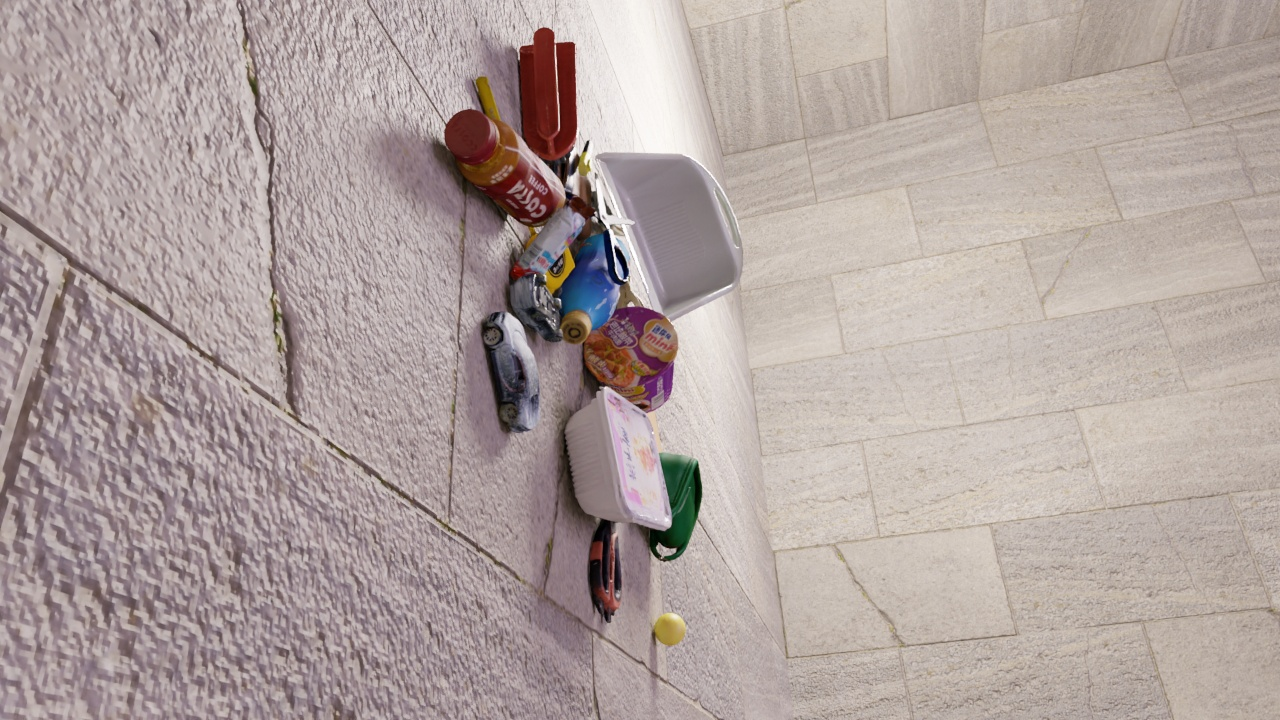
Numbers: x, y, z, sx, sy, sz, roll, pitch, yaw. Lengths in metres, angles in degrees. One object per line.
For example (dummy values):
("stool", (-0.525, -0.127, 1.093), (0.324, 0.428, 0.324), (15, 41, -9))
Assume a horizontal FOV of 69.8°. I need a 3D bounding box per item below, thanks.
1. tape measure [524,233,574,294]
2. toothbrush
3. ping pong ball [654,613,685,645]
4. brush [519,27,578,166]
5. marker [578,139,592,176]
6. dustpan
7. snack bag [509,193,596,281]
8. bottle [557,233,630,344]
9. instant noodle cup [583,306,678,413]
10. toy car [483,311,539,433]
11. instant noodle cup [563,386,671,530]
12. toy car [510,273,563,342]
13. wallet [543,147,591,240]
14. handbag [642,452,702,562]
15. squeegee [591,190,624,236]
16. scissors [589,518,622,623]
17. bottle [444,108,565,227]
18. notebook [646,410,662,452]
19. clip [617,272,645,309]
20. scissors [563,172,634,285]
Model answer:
("tape measure", (-0.095, -0.099, 0.919), (0.059, 0.029, 0.057), (-60, 142, -42))
("toothbrush", (-0.122, -0.186, 0.900), (0.015, 0.017, 0.190), (-85, 162, -55))
("ping pong ball", (0.037, 0.343, 1.171), (0.040, 0.040, 0.040), (-9, 89, -78))
("brush", (-0.098, -0.282, 0.986), (0.069, 0.063, 0.145), (83, 3, -70))
("marker", (-0.062, -0.241, 1.084), (0.124, 0.015, 0.018), (-88, 169, -64))
("dustpan", (0.059, -0.178, 1.216), (0.257, 0.143, 0.222), (-38, 107, -84))
("snack bag", (-0.085, -0.110, 0.868), (0.026, 0.105, 0.045), (42, 5, 29))
("bottle", (-0.055, -0.078, 1.015), (0.218, 0.065, 0.065), (-76, 153, -63))
("instant noodle cup", (-0.007, 0.006, 1.102), (0.099, 0.111, 0.111), (79, 7, -59))
("toy car", (-0.106, 0.009, 0.780), (0.049, 0.031, 0.105), (-34, 113, -78))
("instant noodle cup", (-0.026, 0.113, 0.975), (0.173, 0.060, 0.138), (37, 39, -66))
("toy car", (-0.096, -0.048, 0.867), (0.090, 0.034, 0.043), (58, 22, -66))
("wallet", (-0.083, -0.207, 1.079), (0.115, 0.033, 0.090), (57, 28, -65))
("handbag", (0.035, 0.189, 1.208), (0.131, 0.068, 0.120), (81, 25, -54))
("squeegee", (-0.039, -0.191, 1.257), (0.246, 0.039, 0.246), (16, 54, -77))
("scissors", (-0.030, 0.197, 1.032), (0.210, 0.015, 0.177), (-7, 86, -78))
("bottle", (-0.117, -0.167, 0.803), (0.175, 0.057, 0.057), (34, 48, -74))
("notebook", (0.002, 0.098, 1.285), (0.211, 0.012, 0.149), (5, 75, -79))
("clip", (-0.018, -0.093, 1.296), (0.076, 0.035, 0.100), (7, 69, -77))
("scissors", (-0.046, -0.156, 1.025), (0.162, 0.012, 0.175), (23, 43, -49))
